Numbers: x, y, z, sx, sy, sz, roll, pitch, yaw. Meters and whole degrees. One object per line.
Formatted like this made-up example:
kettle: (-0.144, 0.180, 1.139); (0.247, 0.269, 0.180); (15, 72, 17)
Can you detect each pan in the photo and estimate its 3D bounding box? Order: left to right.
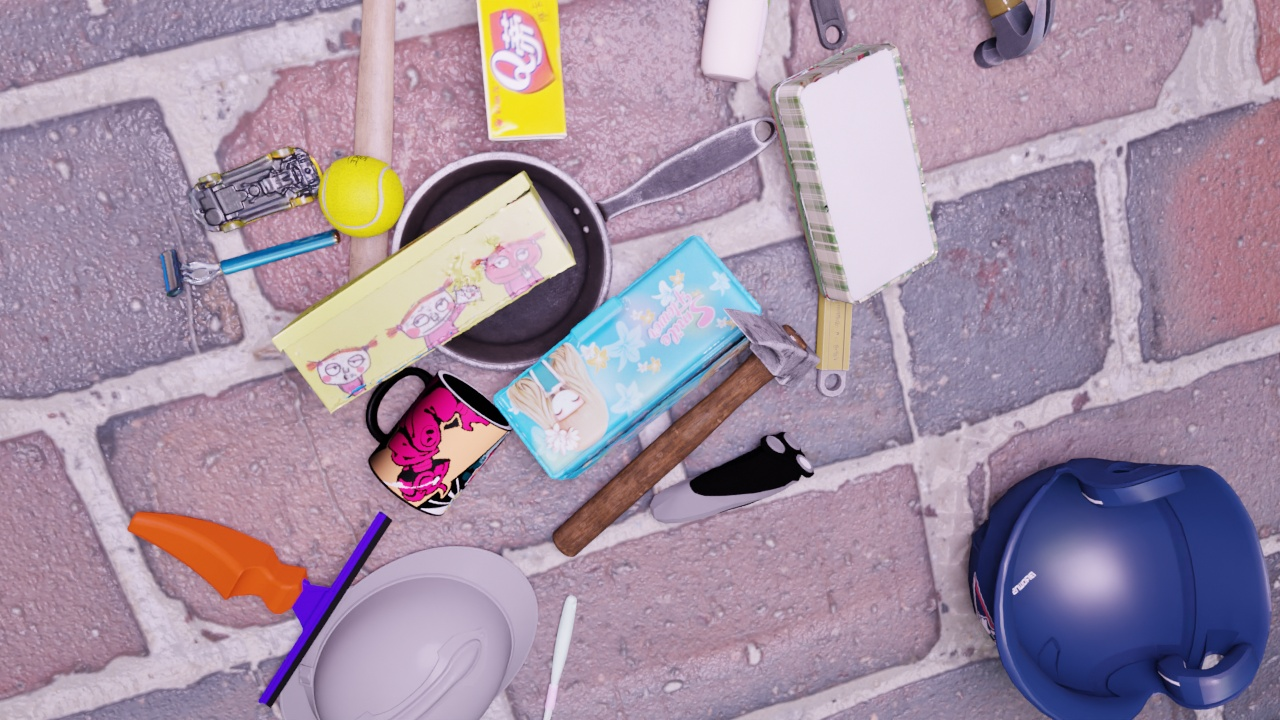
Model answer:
pan: (-0.043, -0.123, 0.794); (0.357, 0.055, 0.187); (-28, 106, -3)

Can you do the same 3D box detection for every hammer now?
hammer: (-0.218, -0.224, 0.759); (0.119, 0.030, 0.331); (4, 105, -11)
hammer: (0.017, 0.073, 0.802); (0.301, 0.217, 0.037); (-43, 71, 13)
hammer: (0.249, -0.404, 0.765); (0.025, 0.118, 0.333); (-33, 101, -4)

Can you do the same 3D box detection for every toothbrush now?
toothbrush: (-0.083, 0.304, 0.907); (0.022, 0.015, 0.155); (4, 103, -42)

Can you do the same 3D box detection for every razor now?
razor: (-0.324, -0.086, 0.770); (0.143, 0.022, 0.042); (-15, 69, -11)
razor: (0.084, 0.118, 0.877); (0.156, 0.057, 0.060); (-28, 135, 5)

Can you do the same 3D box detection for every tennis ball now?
tennis ball: (-0.223, -0.131, 0.733); (0.065, 0.065, 0.065); (-2, 103, -10)

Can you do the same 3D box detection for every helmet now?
helmet: (-0.212, 0.295, 0.827); (0.271, 0.117, 0.183); (-38, 107, 2)
helmet: (0.415, 0.215, 0.865); (0.271, 0.224, 0.232); (-25, 92, -35)

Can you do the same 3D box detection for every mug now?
mug: (-0.188, 0.061, 0.804); (0.118, 0.082, 0.098); (40, 93, 11)

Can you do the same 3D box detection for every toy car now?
toy car: (-0.315, -0.140, 0.753); (0.107, 0.030, 0.049); (-21, 107, -7)

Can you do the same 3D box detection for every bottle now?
bottle: (0.085, -0.313, 0.776); (0.051, 0.051, 0.146); (6, 102, -12)

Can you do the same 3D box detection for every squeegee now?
squeegee: (-0.356, 0.179, 0.807); (0.184, 0.055, 0.250); (30, 111, -15)

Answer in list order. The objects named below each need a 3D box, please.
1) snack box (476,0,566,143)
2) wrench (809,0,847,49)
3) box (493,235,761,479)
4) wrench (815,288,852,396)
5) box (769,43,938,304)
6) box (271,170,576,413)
snack box: (-0.097, -0.289, 0.717); (0.061, 0.110, 0.230); (-5, 103, -6)
wrench: (0.132, -0.403, 0.783); (0.073, 0.018, 0.273); (-21, 107, -5)
box: (-0.004, 0.005, 0.824); (0.227, 0.121, 0.098); (-39, 78, 0)
wrench: (0.181, -0.098, 0.860); (0.083, 0.018, 0.273); (-2, 103, -10)
box: (0.188, -0.161, 0.803); (0.117, 0.049, 0.205); (-30, 115, -18)
box: (-0.164, -0.058, 0.715); (0.221, 0.124, 0.081); (-30, 105, 3)
